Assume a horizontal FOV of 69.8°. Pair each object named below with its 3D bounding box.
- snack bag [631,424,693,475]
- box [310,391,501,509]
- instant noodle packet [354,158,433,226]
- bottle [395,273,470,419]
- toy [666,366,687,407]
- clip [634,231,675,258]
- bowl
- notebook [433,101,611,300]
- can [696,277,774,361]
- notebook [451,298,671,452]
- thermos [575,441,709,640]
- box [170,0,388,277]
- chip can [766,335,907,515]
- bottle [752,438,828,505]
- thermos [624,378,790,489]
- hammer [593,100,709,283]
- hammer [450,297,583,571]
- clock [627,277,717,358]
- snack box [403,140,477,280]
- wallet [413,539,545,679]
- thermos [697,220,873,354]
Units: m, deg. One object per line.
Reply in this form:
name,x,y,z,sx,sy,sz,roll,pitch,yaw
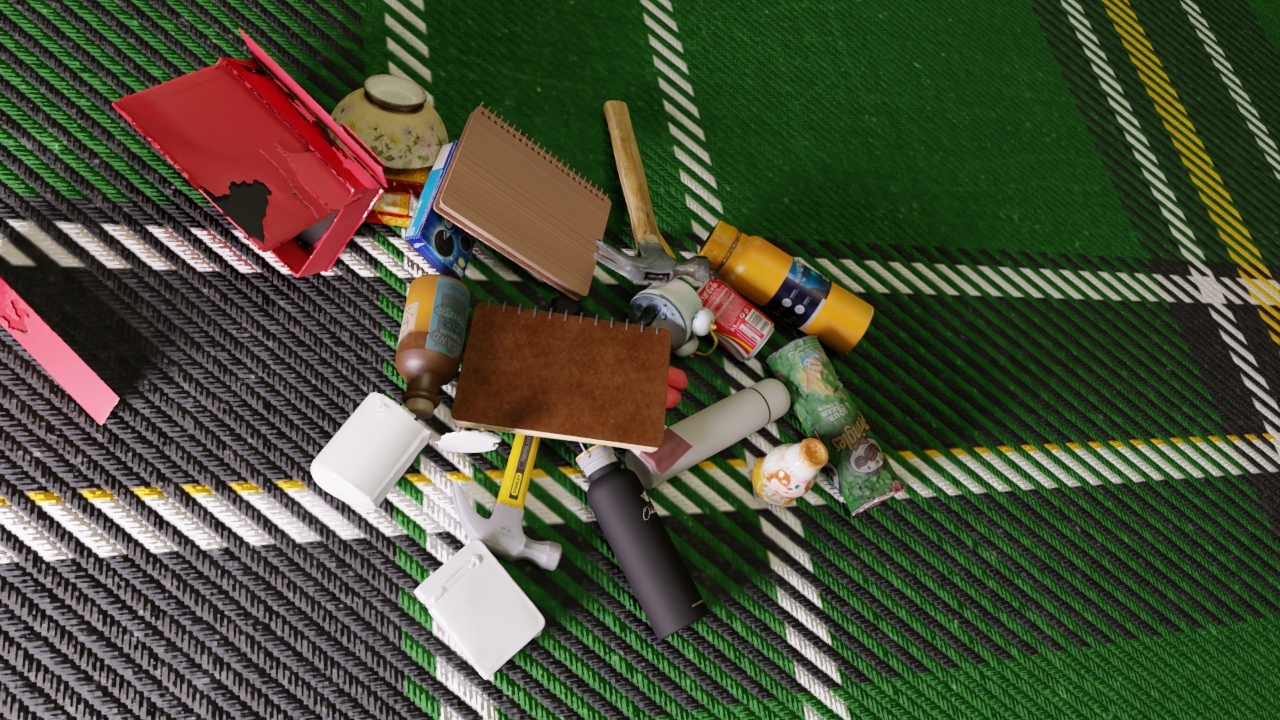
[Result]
snack bag,-0.020,0.064,1.017,0.158,0.013,0.056,37,51,18
box,-0.230,0.096,0.908,0.143,0.083,0.137,30,68,6
instant noodle packet,-0.302,-0.203,1.074,0.135,0.040,0.098,5,63,-19
bottle,-0.226,-0.012,0.987,0.067,0.068,0.156,12,60,-16
toy,-0.006,0.006,1.080,0.135,0.045,0.091,35,58,5
clip,0.016,-0.139,1.177,0.049,0.044,0.054,-12,68,-54
bowl,-0.294,-0.292,1.084,0.145,0.063,0.145,12,39,-10
notebook,-0.132,-0.192,1.106,0.210,0.022,0.168,32,53,-29
can,0.110,-0.052,1.147,0.105,0.064,0.064,39,56,1
notebook,-0.082,0.013,1.016,0.225,0.024,0.167,8,55,-4
thermos,-0.008,0.178,0.979,0.061,0.061,0.231,-20,73,-30
box,-0.308,-0.302,0.845,0.215,0.513,0.140,45,41,4
chip can,0.237,0.075,1.127,0.075,0.076,0.223,-19,72,-29
bottle,0.174,0.124,1.054,0.063,0.109,0.063,10,60,-17
thermos,0.085,0.081,1.074,0.223,0.052,0.052,-24,75,-31
hammer,-0.010,-0.224,1.170,0.132,0.033,0.329,-2,51,-13
hammer,-0.119,0.063,1.017,0.127,0.029,0.322,19,57,-12
clock,0.042,-0.047,1.108,0.117,0.083,0.056,41,50,3
snack box,-0.220,-0.176,1.071,0.082,0.027,0.150,50,42,-47
wallet,-0.158,0.244,0.905,0.086,0.032,0.116,-35,83,-22
thermos,0.185,-0.098,1.203,0.232,0.091,0.076,30,88,-5
